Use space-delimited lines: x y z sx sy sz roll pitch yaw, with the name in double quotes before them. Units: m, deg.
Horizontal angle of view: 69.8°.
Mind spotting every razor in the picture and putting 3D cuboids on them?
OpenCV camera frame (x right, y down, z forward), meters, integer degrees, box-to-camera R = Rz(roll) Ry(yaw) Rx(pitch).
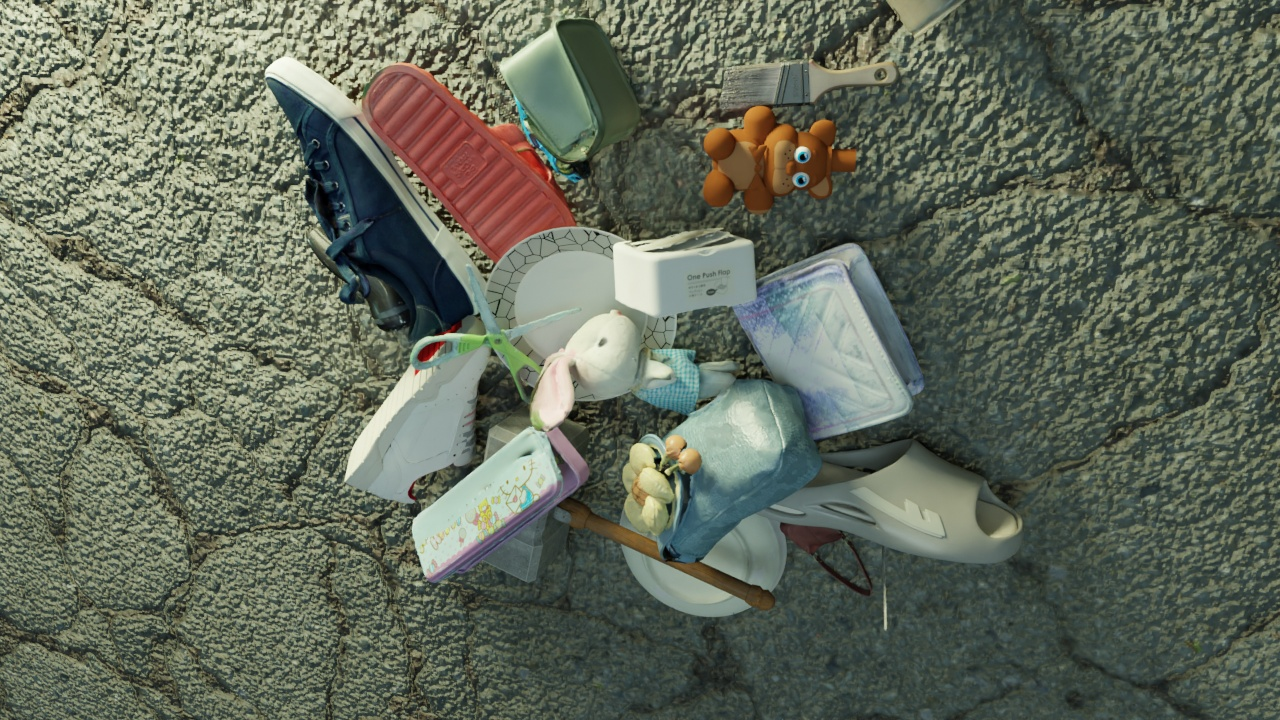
"razor" -0.286 -0.083 0.949 0.140 0.052 0.064 39 118 1

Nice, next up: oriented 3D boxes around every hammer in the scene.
"hammer" -0.013 0.180 0.930 0.318 0.082 0.163 21 116 17

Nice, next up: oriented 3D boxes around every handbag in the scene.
"handbag" -0.057 -0.227 0.782 0.067 0.121 0.106 -25 102 24
"handbag" 0.170 -0.015 0.835 0.127 0.069 0.158 -21 104 38
"handbag" 0.198 0.197 0.933 0.055 0.029 0.119 -35 103 27
"handbag" 0.061 0.096 0.826 0.118 0.121 0.192 19 135 -37

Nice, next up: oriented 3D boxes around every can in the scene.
"can" 0.195 -0.320 0.708 0.054 0.054 0.135 -36 98 25

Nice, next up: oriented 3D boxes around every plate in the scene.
"plate" -0.059 -0.045 0.898 0.188 0.016 0.189 2 120 4
"plate" 0.061 0.200 0.968 0.182 0.034 0.182 6 113 14

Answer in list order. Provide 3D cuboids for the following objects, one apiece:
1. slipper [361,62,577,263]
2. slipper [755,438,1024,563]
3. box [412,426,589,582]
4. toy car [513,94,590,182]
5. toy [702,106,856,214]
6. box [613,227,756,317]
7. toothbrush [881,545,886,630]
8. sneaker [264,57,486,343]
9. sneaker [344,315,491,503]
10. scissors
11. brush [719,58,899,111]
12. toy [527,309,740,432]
"slipper" -0.149 -0.179 0.864 0.104 0.059 0.249 -34 113 24
"slipper" 0.218 0.112 0.851 0.266 0.112 0.081 10 111 20
"box" -0.145 0.140 0.900 0.215 0.065 0.078 -39 77 31
"toy car" -0.084 -0.208 0.839 0.032 0.048 0.105 -28 102 24
"toy" 0.119 -0.168 0.788 0.128 0.065 0.095 3 118 10
"box" 0.037 -0.096 0.808 0.107 0.102 0.091 -9 109 -22
"toothbrush" 0.224 0.181 0.830 0.010 0.181 0.010 5 117 11
"sneaker" -0.274 -0.139 0.862 0.294 0.127 0.121 55 159 -12
"sneaker" -0.210 0.061 0.975 0.104 0.090 0.237 32 109 -24
"scissors" -0.137 -0.020 0.882 0.172 0.021 0.171 -18 124 4
"brush" 0.141 -0.236 0.780 0.151 0.012 0.039 0 111 16
"toy" -0.005 0.005 0.862 0.205 0.131 0.106 -3 100 -6
